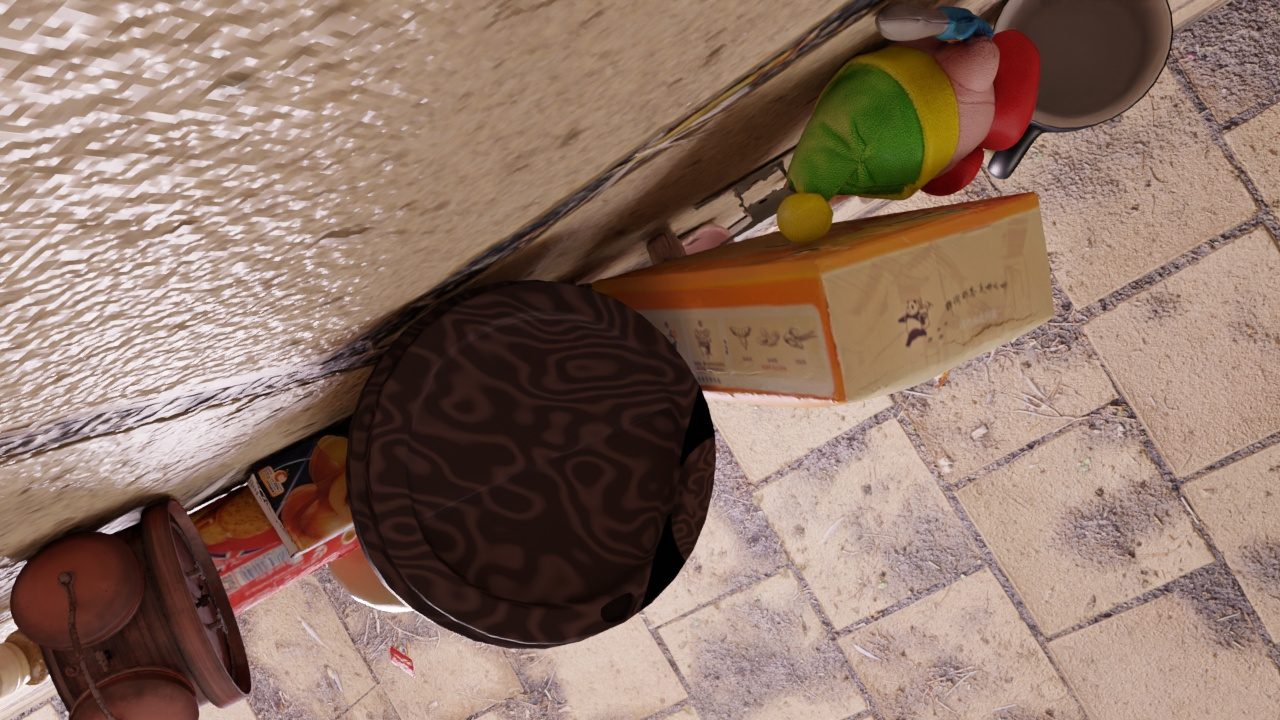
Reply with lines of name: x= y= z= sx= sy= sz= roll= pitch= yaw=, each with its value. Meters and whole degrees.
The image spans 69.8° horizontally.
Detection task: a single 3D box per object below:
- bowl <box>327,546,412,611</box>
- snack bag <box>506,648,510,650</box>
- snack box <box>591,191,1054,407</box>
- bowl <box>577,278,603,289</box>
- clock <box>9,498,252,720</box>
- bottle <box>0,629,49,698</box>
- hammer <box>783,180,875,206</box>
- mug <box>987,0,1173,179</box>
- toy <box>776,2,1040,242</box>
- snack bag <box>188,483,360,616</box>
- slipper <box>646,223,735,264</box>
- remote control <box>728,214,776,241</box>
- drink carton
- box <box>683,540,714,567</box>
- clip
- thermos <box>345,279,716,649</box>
bowl: x=-0.198 y=0.119 z=0.722 sx=0.152 sy=0.152 sz=0.050 roll=-31 pitch=155 yaw=16
snack bag: x=-0.057 y=0.139 z=0.539 sx=0.026 sy=0.020 sz=0.099 roll=-23 pitch=-170 yaw=21
snack box: x=0.088 y=-0.026 z=0.485 sx=0.144 sy=0.080 sz=0.196 roll=-19 pitch=-169 yaw=-29
bowl: x=-0.019 y=-0.018 z=0.603 sx=0.112 sy=0.112 sz=0.061 roll=144 pitch=-38 yaw=-75
clock: x=-0.263 y=0.141 z=0.480 sx=0.072 sy=0.120 sz=0.158 roll=-22 pitch=-176 yaw=-19
bottle: x=-0.384 y=0.186 z=0.647 sx=0.060 sy=0.059 sz=0.165 roll=-31 pitch=178 yaw=21
hammer: x=0.199 y=-0.166 z=0.789 sx=0.158 sy=0.037 sz=0.299 roll=-32 pitch=178 yaw=40
mug: x=0.235 y=-0.157 z=0.516 sx=0.094 sy=0.085 sz=0.122 roll=-28 pitch=149 yaw=-61
toy: x=0.119 y=-0.105 z=0.423 sx=0.131 sy=0.096 sz=0.124 roll=-4 pitch=164 yaw=-24
snack bag: x=-0.244 y=0.116 z=0.639 sx=0.176 sy=0.082 sz=0.082 roll=-29 pitch=178 yaw=-32
slipper: x=0.056 y=-0.054 z=0.684 sx=0.064 sy=0.094 sz=0.239 roll=-27 pitch=173 yaw=7
remote control: x=0.088 y=-0.114 z=0.807 sx=0.131 sy=0.012 sz=0.033 roll=-31 pitch=178 yaw=40
drink carton: x=-0.186 y=0.072 z=0.615 sx=0.129 sy=0.064 sz=0.040 roll=-30 pitch=180 yaw=-33
box: x=-0.047 y=0.164 z=1.407 sx=0.217 sy=0.351 sz=0.197 roll=138 pitch=-26 yaw=-72
clip: x=0.080 y=-0.114 z=0.594 sx=0.102 sy=0.056 sz=0.056 roll=-30 pitch=135 yaw=0
thermos: x=-0.083 y=0.059 z=0.508 sx=0.172 sy=0.172 sz=0.227 roll=-30 pitch=-175 yaw=-25
